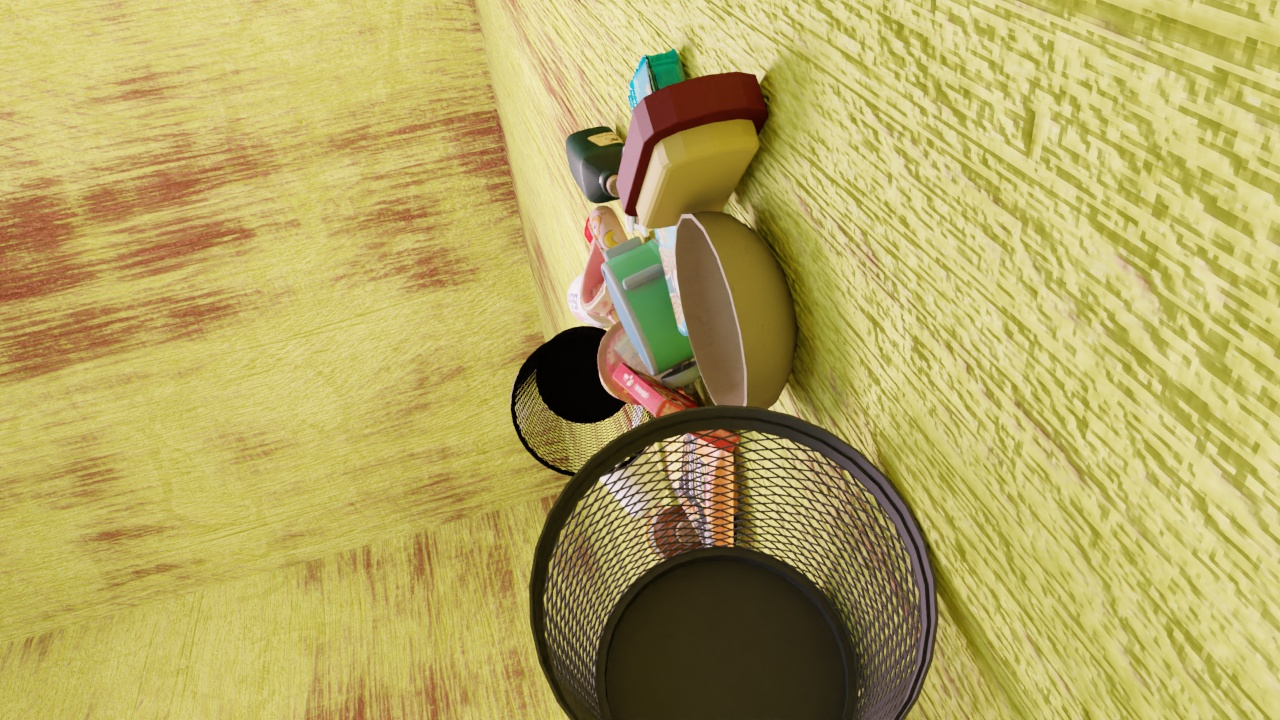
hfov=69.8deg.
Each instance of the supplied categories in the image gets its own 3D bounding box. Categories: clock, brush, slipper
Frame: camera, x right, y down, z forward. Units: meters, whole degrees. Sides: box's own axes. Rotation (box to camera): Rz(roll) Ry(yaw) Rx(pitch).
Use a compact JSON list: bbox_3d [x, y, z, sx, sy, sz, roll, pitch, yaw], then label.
[{"bbox_3d":[0.023,-0.037,0.897,0.122,0.075,0.162,-120,6,-58],"label":"clock"},{"bbox_3d":[0.033,-0.134,0.626,0.173,0.082,0.042,121,134,-78],"label":"brush"},{"bbox_3d":[-0.035,-0.088,1.063,0.093,0.081,0.197,-112,1,-50],"label":"slipper"}]

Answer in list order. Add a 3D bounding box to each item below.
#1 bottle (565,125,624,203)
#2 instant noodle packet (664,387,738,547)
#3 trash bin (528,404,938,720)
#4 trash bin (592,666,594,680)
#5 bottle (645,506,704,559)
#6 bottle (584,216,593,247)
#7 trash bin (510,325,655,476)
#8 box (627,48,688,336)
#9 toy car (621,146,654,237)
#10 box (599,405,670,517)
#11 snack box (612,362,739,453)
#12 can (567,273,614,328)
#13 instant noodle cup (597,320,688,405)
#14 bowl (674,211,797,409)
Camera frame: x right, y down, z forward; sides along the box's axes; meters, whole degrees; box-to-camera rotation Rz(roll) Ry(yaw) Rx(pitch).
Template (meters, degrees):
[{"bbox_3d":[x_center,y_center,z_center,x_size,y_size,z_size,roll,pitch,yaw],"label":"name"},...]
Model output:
[{"bbox_3d":[-0.040,-0.212,1.019,0.131,0.061,0.061,-118,15,-57],"label":"bottle"},{"bbox_3d":[0.063,0.118,0.981,0.220,0.032,0.160,-123,27,-63],"label":"instant noodle packet"},{"bbox_3d":[0.056,0.179,0.590,0.228,0.217,0.217,82,170,-58],"label":"trash bin"},{"bbox_3d":[0.075,0.325,0.825,0.195,0.195,0.200,-113,3,-45],"label":"trash bin"},{"bbox_3d":[0.048,0.211,1.119,0.157,0.067,0.068,118,137,-77],"label":"bottle"},{"bbox_3d":[-0.041,-0.145,1.195,0.141,0.042,0.042,-115,14,-49],"label":"bottle"},{"bbox_3d":[-0.073,0.037,1.229,0.210,0.184,0.184,-109,7,-80],"label":"trash bin"},{"bbox_3d":[0.032,-0.132,0.763,0.094,0.041,0.227,-179,74,-80],"label":"box"},{"bbox_3d":[0.005,-0.169,0.900,0.039,0.039,0.113,47,158,26],"label":"toy car"},{"bbox_3d":[0.000,0.133,1.321,0.140,0.141,0.083,47,175,-3],"label":"box"},{"bbox_3d":[0.031,0.044,0.889,0.021,0.089,0.133,-61,23,3],"label":"snack box"},{"bbox_3d":[-0.055,-0.085,1.259,0.136,0.078,0.078,-156,52,-79],"label":"can"},{"bbox_3d":[-0.006,0.006,1.017,0.109,0.097,0.097,144,111,-78],"label":"instant noodle cup"},{"bbox_3d":[0.071,-0.034,0.648,0.152,0.050,0.152,165,91,-81],"label":"bowl"}]
